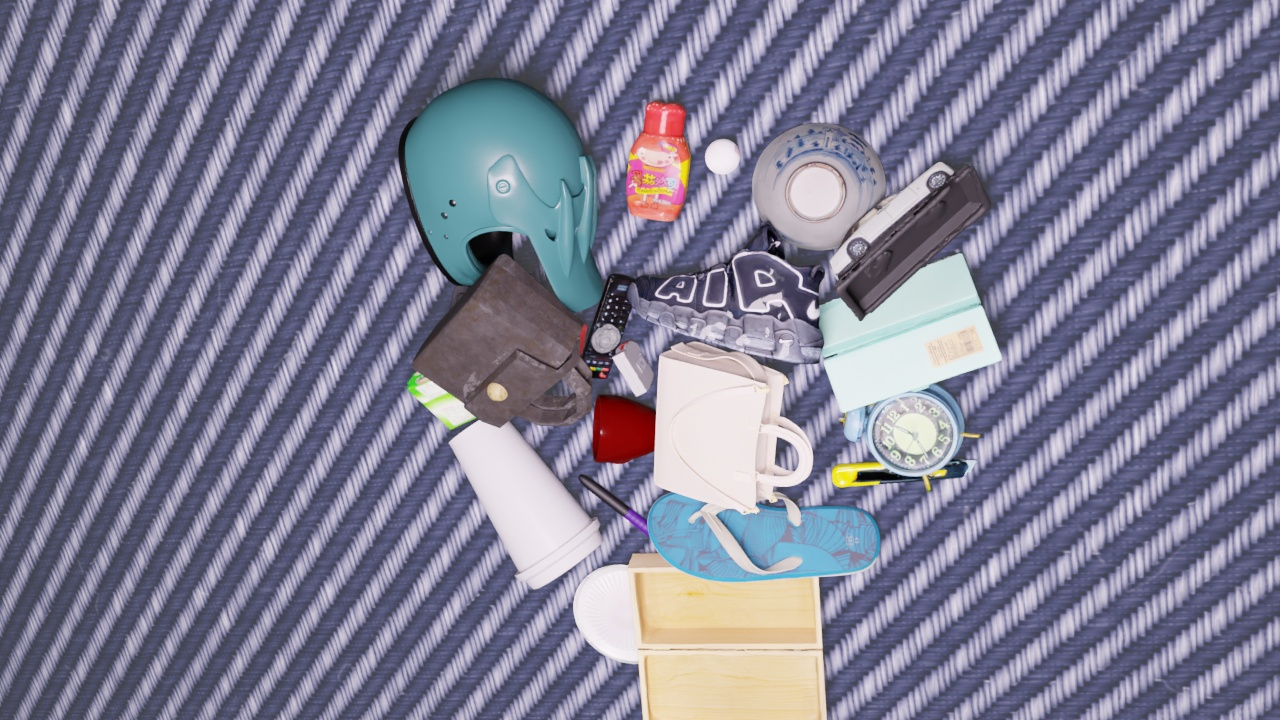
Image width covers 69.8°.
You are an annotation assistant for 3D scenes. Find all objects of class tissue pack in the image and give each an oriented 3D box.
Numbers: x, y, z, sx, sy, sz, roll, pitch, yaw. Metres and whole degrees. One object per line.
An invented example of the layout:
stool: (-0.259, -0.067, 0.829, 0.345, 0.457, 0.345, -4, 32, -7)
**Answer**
tissue pack: (-0.240, 0.037, 1.215, 0.114, 0.034, 0.099, -22, 130, 20)

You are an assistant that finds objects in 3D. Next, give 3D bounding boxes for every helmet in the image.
helmet: (-0.145, -0.190, 1.071, 0.200, 0.176, 0.275, -3, 119, 20)

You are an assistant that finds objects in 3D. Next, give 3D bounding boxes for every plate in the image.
plate: (-0.018, 0.354, 1.285, 0.157, 0.014, 0.157, 4, 107, 13)

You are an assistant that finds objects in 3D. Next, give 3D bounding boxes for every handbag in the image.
handbag: (0.117, 0.088, 1.093, 0.198, 0.101, 0.195, 17, 115, 36)
handbag: (-0.148, 0.011, 1.085, 0.199, 0.102, 0.198, 36, 139, -15)

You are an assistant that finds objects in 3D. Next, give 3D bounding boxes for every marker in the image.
marker: (-0.030, 0.197, 1.240, 0.134, 0.015, 0.018, 37, 140, 1)

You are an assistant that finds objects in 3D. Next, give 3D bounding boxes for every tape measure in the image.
tape measure: (-0.007, 0.007, 1.151, 0.020, 0.062, 0.060, -26, 104, 20)

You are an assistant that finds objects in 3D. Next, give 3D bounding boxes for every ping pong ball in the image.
ping pong ball: (0.095, -0.236, 1.061, 0.040, 0.040, 0.040, 4, 107, 13)

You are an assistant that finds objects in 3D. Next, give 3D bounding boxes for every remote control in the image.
remote control: (-0.043, -0.041, 1.161, 0.045, 0.021, 0.141, 6, 114, -32)

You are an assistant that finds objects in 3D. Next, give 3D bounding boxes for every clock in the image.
clock: (0.308, 0.071, 1.086, 0.162, 0.060, 0.118, 36, 107, 9)

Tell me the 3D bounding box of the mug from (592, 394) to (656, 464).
mug: (-0.015, 0.098, 1.180, 0.088, 0.087, 0.114, 3, 137, -9)

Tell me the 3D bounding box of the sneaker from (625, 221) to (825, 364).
sneaker: (0.104, -0.093, 1.068, 0.253, 0.097, 0.151, 18, 95, 23)

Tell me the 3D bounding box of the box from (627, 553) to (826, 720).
box: (0.117, 0.378, 1.220, 0.247, 0.068, 0.253, -3, 96, 12)

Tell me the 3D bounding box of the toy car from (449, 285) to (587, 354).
toy car: (-0.161, -0.045, 1.177, 0.189, 0.056, 0.082, 22, 111, 12)

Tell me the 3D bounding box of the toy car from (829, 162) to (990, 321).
toy car: (0.283, -0.142, 1.013, 0.192, 0.094, 0.071, -43, 55, 11)

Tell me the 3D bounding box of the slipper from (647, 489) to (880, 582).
slipper: (0.150, 0.220, 1.153, 0.295, 0.060, 0.118, 1, 72, 11)

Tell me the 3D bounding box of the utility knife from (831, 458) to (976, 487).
utility knife: (0.323, 0.137, 1.129, 0.173, 0.020, 0.029, -7, 107, 15)

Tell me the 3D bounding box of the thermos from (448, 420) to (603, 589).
thermos: (-0.157, 0.179, 1.216, 0.132, 0.131, 0.222, -35, 88, 21)

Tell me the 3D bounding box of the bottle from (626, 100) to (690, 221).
bottle: (0.023, -0.234, 1.076, 0.071, 0.048, 0.134, 11, 108, 13)

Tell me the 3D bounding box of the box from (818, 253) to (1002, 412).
box: (0.296, -0.031, 1.043, 0.187, 0.052, 0.138, -22, 62, 20)

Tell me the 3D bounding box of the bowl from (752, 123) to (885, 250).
bowl: (0.199, -0.193, 1.039, 0.151, 0.056, 0.151, 4, 107, 14)
